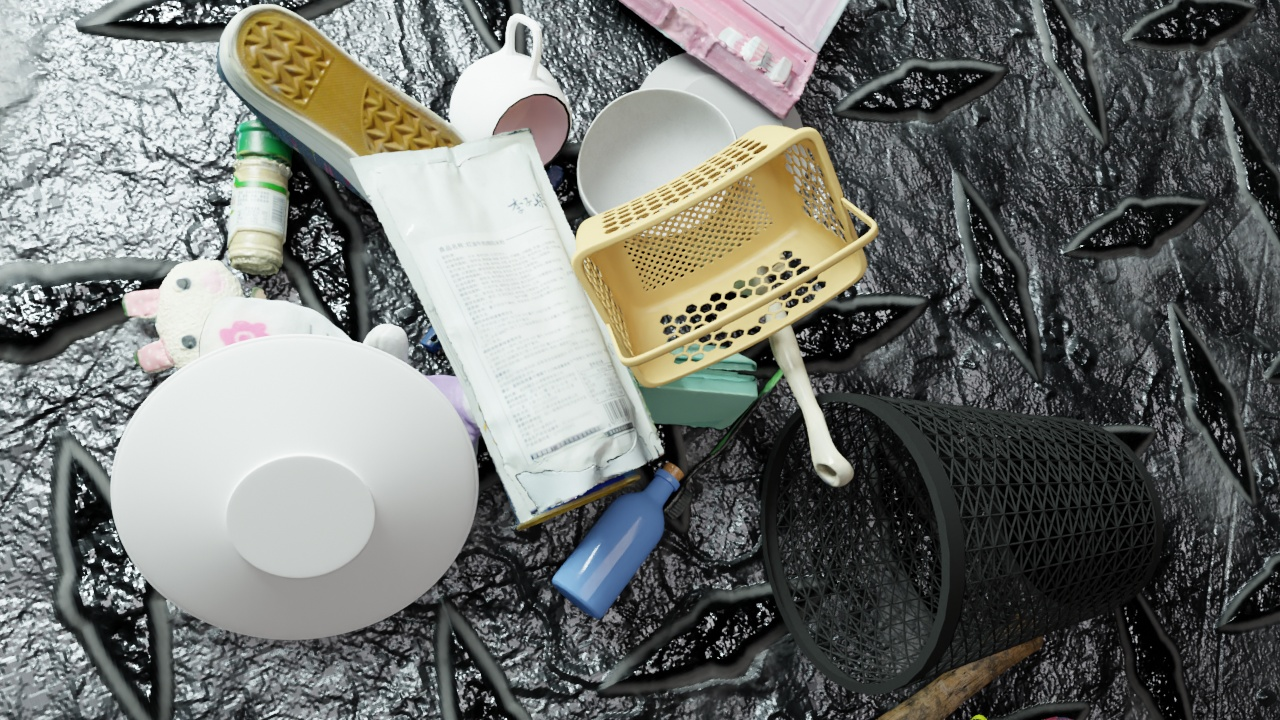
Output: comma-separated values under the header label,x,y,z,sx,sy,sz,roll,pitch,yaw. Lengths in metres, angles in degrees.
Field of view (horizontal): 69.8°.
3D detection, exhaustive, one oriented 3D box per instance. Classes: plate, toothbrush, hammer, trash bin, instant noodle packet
label,x,y,z,sx,sy,sz,roll,pitch,yaw
plate,-0.219,0.096,0.598,0.229,0.030,0.230,-6,113,-14
toothbrush,0.079,0.062,0.775,0.187,0.014,0.017,-48,109,-20
hammer,0.210,0.300,0.764,0.329,0.033,0.120,-26,87,-22
trash bin,0.257,0.131,0.726,0.242,0.217,0.216,0,79,-25
plate,0.077,-0.202,0.823,0.172,0.019,0.172,4,78,-18
toothbrush,-0.116,-0.085,0.737,0.016,0.017,0.189,35,71,-7
instant noodle packet,-0.087,-0.033,0.646,0.146,0.057,0.269,-20,82,-39

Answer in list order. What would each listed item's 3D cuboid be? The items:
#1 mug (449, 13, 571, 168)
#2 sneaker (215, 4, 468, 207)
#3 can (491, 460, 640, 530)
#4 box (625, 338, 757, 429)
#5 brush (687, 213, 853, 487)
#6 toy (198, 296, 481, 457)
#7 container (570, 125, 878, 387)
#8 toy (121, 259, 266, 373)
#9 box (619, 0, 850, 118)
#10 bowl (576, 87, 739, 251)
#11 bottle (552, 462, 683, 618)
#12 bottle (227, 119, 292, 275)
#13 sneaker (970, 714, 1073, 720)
label,x,y,z,sx,sy,sz,roll,pitch,yaw
mug,-0.101,-0.209,0.714,0.090,0.124,0.076,-14,49,-35
sneaker,-0.205,-0.163,0.678,0.235,0.079,0.087,40,71,-36
can,-0.057,0.084,0.702,0.099,0.054,0.059,-19,79,-20
box,-0.004,-0.001,0.734,0.188,0.078,0.079,5,61,-17
brush,0.107,-0.016,0.717,0.077,0.062,0.272,-21,51,1
toy,-0.203,0.032,0.644,0.209,0.085,0.138,18,101,-21
container,0.057,-0.067,0.637,0.183,0.167,0.129,-28,119,2
toy,-0.306,-0.028,0.649,0.112,0.050,0.087,-4,81,-14
box,0.069,-0.340,0.833,0.233,0.055,0.179,34,61,-9
bowl,0.017,-0.151,0.760,0.132,0.064,0.131,-2,77,7
bottle,-0.011,0.134,0.712,0.048,0.048,0.131,42,70,-7
bottle,-0.280,-0.119,0.677,0.042,0.043,0.110,4,80,-18
sneaker,0.274,0.377,0.752,0.242,0.091,0.116,-30,84,-2
